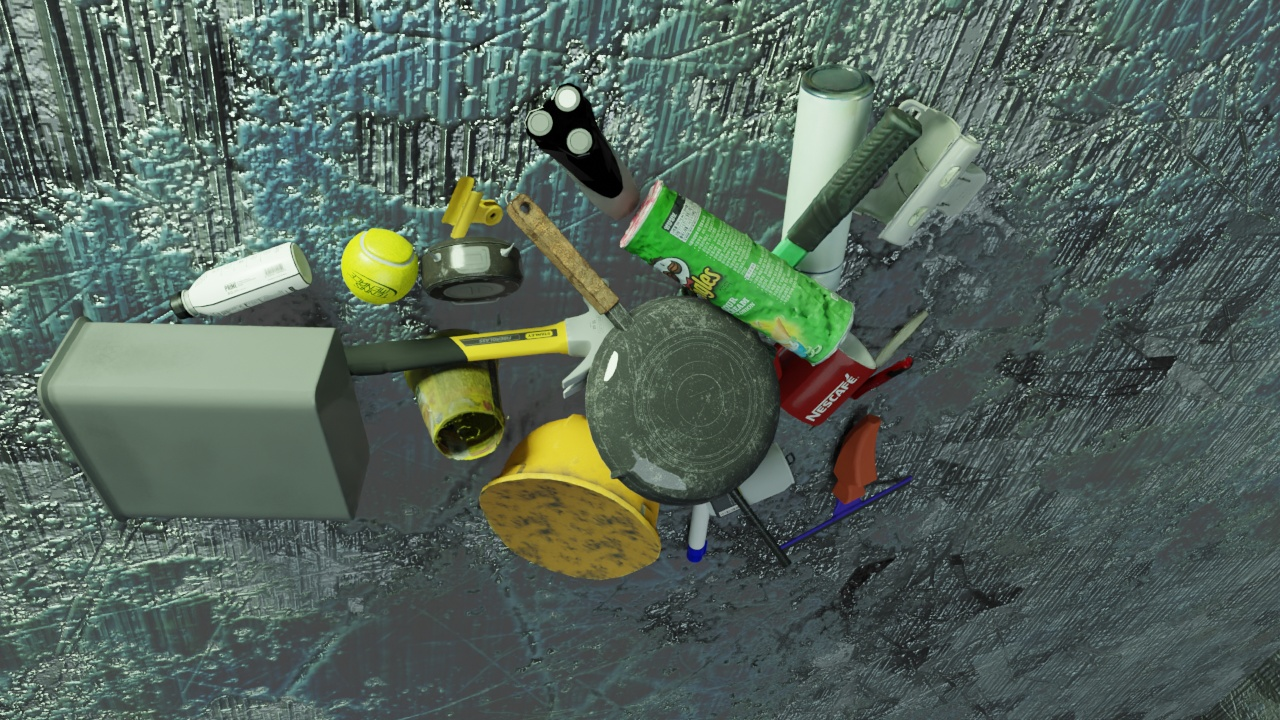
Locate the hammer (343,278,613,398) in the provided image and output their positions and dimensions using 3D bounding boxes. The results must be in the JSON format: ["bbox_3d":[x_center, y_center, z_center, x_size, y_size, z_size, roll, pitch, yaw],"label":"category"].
[{"bbox_3d":[-0.181,-0.010,0.878,0.323,0.127,0.029,-6,143,-5],"label":"hammer"}]

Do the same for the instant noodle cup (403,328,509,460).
[{"bbox_3d":[-0.179,0.039,0.913,0.102,0.108,0.102,-12,133,-13],"label":"instant noodle cup"}]

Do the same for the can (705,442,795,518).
[{"bbox_3d":[0.139,0.150,1.173,0.127,0.064,0.064,-23,136,2],"label":"can"}]

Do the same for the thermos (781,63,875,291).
[{"bbox_3d":[0.175,-0.164,0.886,0.068,0.067,0.230,-11,136,-11],"label":"thermos"}]

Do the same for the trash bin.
[{"bbox_3d":[-0.376,0.059,0.824,0.220,0.097,0.192,1,135,-2],"label":"trash bin"}]

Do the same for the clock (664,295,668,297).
[{"bbox_3d":[-0.005,0.005,0.939,0.073,0.121,0.158,19,111,-10],"label":"clock"}]

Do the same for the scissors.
[{"bbox_3d":[0.279,0.009,1.084,0.179,0.015,0.199,-48,-179,-21],"label":"scissors"}]

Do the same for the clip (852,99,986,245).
[{"bbox_3d":[0.289,-0.174,0.914,0.150,0.110,0.127,19,126,-22],"label":"clip"}]

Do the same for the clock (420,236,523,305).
[{"bbox_3d":[-0.153,-0.083,0.836,0.091,0.043,0.123,-5,171,-10],"label":"clock"}]

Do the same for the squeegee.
[{"bbox_3d":[0.289,0.142,1.231,0.249,0.055,0.185,-21,139,-26],"label":"squeegee"}]

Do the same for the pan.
[{"bbox_3d":[0.000,-0.019,0.850,0.207,0.040,0.357,-46,105,-17],"label":"pan"}]

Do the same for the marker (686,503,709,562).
[{"bbox_3d":[0.081,0.227,1.255,0.027,0.023,0.133,-26,140,-28],"label":"marker"}]

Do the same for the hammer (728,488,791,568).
[{"bbox_3d":[0.110,0.144,1.120,0.095,0.015,0.325,-33,117,7],"label":"hammer"}]

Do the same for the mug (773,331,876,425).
[{"bbox_3d":[0.193,0.007,1.048,0.116,0.080,0.097,25,119,-30],"label":"mug"}]

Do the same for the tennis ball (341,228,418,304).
[{"bbox_3d":[-0.229,-0.083,0.808,0.065,0.065,0.065,-11,135,-11],"label":"tennis ball"}]

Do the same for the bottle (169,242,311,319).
[{"bbox_3d":[-0.349,-0.065,0.797,0.116,0.041,0.041,-20,136,-2],"label":"bottle"}]

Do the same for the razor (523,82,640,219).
[{"bbox_3d":[-0.043,-0.174,0.805,0.057,0.060,0.156,-41,154,2],"label":"razor"}]

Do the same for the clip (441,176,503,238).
[{"bbox_3d":[-0.148,-0.133,0.820,0.048,0.046,0.054,26,120,-9],"label":"clip"}]

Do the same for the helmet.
[{"bbox_3d":[-0.064,0.138,1.033,0.205,0.131,0.256,19,148,-1],"label":"helmet"}]

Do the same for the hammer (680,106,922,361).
[{"bbox_3d":[0.150,-0.113,0.876,0.130,0.032,0.320,30,135,-9],"label":"hammer"}]

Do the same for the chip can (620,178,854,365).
[{"bbox_3d":[0.093,-0.079,0.854,0.223,0.075,0.076,31,118,-11],"label":"chip can"}]
